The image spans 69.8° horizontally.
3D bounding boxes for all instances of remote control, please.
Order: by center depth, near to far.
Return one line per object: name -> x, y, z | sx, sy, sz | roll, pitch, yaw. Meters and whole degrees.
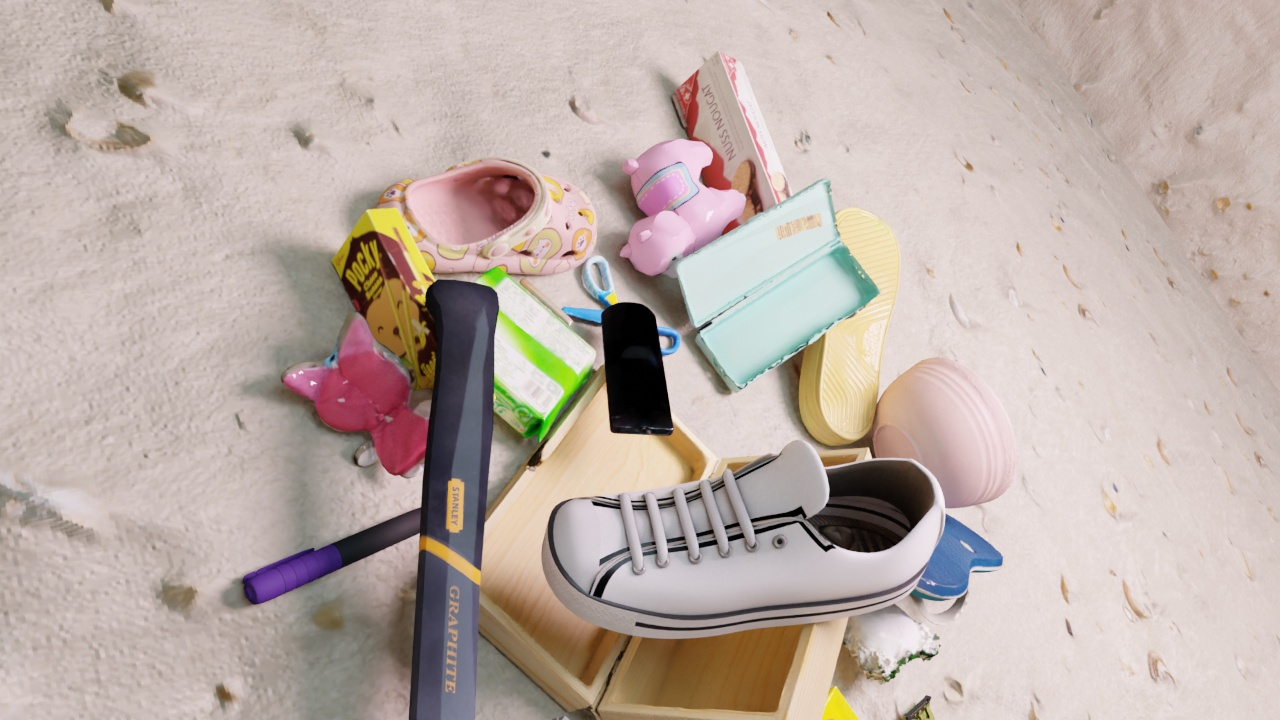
remote control -> -0.004, 0.004, 0.691 | 0.045, 0.021, 0.140 | 2, 39, -8

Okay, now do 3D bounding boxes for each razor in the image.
razor -> 0.257, 0.347, 0.740 | 0.044, 0.021, 0.144 | -11, 71, -47

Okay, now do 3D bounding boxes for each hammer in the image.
hammer -> -0.111, 0.096, 0.506 | 0.139, 0.035, 0.312 | 7, 64, -19

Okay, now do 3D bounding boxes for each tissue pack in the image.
tissue pack -> -0.091, -0.008, 0.661 | 0.114, 0.034, 0.099 | 41, 40, -4

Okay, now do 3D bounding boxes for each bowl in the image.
bowl -> 0.273, 0.079, 0.875 | 0.076, 0.153, 0.153 | -20, 74, -22

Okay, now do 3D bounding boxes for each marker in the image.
marker -> -0.164, 0.106, 0.527 | 0.018, 0.015, 0.133 | 36, 33, 27

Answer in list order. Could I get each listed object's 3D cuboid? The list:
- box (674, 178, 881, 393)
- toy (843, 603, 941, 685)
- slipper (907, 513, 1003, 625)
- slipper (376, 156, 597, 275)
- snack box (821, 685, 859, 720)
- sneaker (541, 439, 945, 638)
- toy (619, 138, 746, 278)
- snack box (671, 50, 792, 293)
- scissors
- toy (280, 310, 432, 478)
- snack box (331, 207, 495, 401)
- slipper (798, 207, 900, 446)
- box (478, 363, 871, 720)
box -> 0.125, -0.071, 0.845 | 0.186, 0.055, 0.138 | -31, 97, -23
toy -> 0.190, 0.212, 0.763 | 0.095, 0.041, 0.109 | 0, 48, -43
slipper -> 0.245, 0.175, 0.813 | 0.118, 0.060, 0.294 | 44, 17, 31
slipper -> -0.104, -0.120, 0.704 | 0.196, 0.082, 0.093 | -10, 67, -44
snack box -> 0.161, 0.340, 0.635 | 0.091, 0.042, 0.200 | -29, 82, -49
sneaker -> 0.068, 0.093, 0.532 | 0.245, 0.097, 0.091 | 2, 39, -12
toy -> 0.029, -0.141, 0.857 | 0.157, 0.067, 0.123 | -30, 82, -46
snack box -> 0.104, -0.200, 0.965 | 0.044, 0.077, 0.272 | 11, 55, -43
scissors -> -0.015, -0.036, 0.776 | 0.125, 0.013, 0.126 | 8, 52, -41
toy -> -0.166, 0.026, 0.569 | 0.065, 0.050, 0.102 | -43, 98, -14
snack box -> -0.150, -0.022, 0.600 | 0.025, 0.061, 0.149 | -17, 74, -47
slipper -> 0.196, -0.037, 0.931 | 0.099, 0.079, 0.262 | 24, 64, -25
box -> 0.025, 0.130, 0.630 | 0.252, 0.119, 0.246 | 25, 39, 9
